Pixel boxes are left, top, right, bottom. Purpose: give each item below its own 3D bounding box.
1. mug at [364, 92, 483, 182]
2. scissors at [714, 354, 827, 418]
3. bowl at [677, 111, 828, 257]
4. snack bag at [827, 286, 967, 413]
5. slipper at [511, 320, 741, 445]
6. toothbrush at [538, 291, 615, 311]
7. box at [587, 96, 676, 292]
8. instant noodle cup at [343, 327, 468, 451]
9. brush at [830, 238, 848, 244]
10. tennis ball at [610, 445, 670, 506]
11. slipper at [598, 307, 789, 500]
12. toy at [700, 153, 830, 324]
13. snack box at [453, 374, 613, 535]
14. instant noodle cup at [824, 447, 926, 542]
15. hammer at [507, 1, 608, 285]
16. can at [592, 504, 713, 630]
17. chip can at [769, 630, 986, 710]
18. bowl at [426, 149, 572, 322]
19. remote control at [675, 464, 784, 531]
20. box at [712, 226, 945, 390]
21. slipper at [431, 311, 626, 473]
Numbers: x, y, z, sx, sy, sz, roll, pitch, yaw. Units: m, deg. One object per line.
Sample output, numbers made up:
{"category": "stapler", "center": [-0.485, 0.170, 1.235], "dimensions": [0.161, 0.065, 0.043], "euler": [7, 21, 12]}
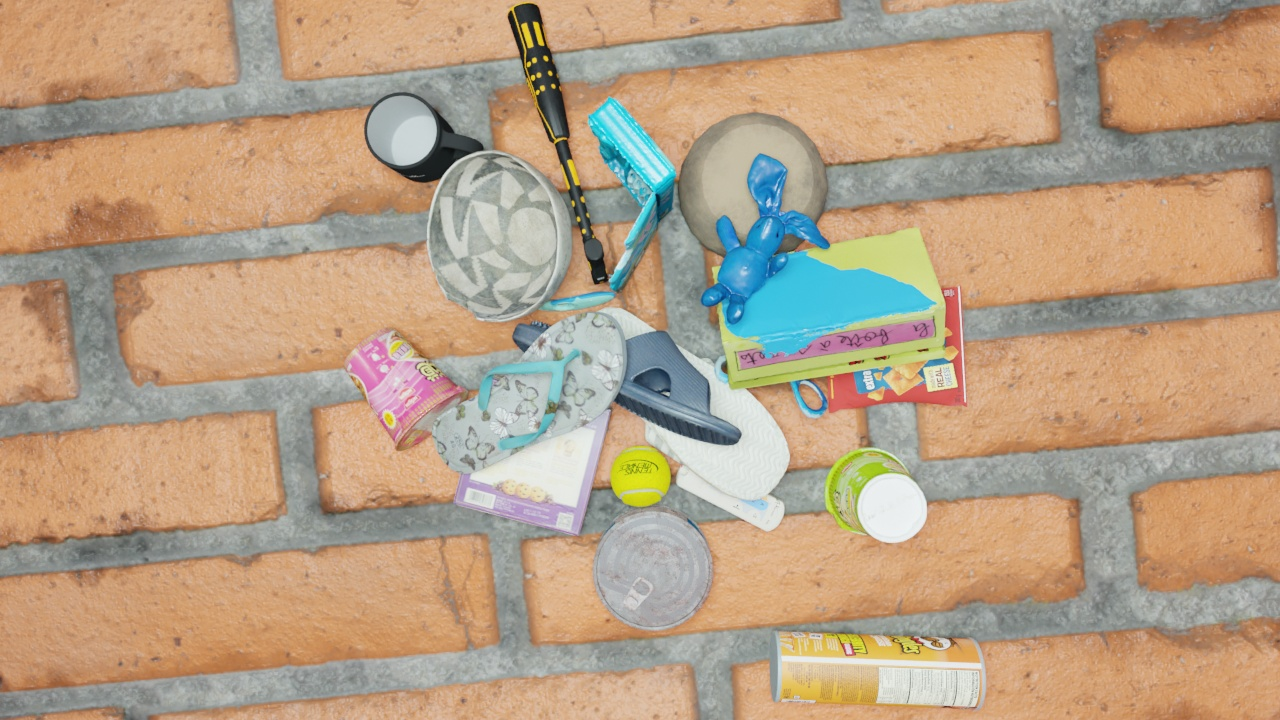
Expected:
{"category": "mug", "center": [-0.225, -0.233, 0.979], "dimensions": [0.113, 0.088, 0.078], "euler": [10, 92, 1]}
{"category": "scissors", "center": [0.149, 0.011, 0.985], "dimensions": [0.133, 0.011, 0.139], "euler": [-23, 66, -26]}
{"category": "bowl", "center": [0.121, -0.187, 0.979], "dimensions": [0.162, 0.070, 0.162], "euler": [0, 92, 2]}
{"category": "snack bag", "center": [0.275, -0.012, 0.995], "dimensions": [0.144, 0.039, 0.131], "euler": [-3, 90, 12]}
{"category": "slipper", "center": [-0.006, 0.005, 0.942], "dimensions": [0.264, 0.101, 0.082], "euler": [25, 76, 17]}
{"category": "toothbrush", "center": [-0.095, -0.062, 1.015], "dimensions": [0.135, 0.022, 0.017], "euler": [-6, 60, 3]}
{"category": "box", "center": [-0.002, -0.155, 0.905], "dimensions": [0.086, 0.227, 0.169], "euler": [-6, 91, 2]}
{"category": "instant noodle cup", "center": [-0.259, 0.026, 0.991], "dimensions": [0.098, 0.097, 0.108], "euler": [-43, 83, 2]}
{"category": "brush", "center": [0.222, -0.108, 1.005], "dimensions": [0.126, 0.017, 0.048], "euler": [-8, 92, 2]}
{"category": "tennis ball", "center": [0.000, 0.126, 0.995], "dimensions": [0.065, 0.065, 0.065], "euler": [0, 92, 1]}
{"category": "slipper", "center": [0.043, 0.045, 0.999], "dimensions": [0.272, 0.054, 0.114], "euler": [41, 91, 8]}
{"category": "toy", "center": [0.120, -0.106, 0.908], "dimensions": [0.113, 0.071, 0.176], "euler": [30, 73, 2]}
{"category": "snack box", "center": [-0.117, 0.103, 1.010], "dimensions": [0.143, 0.040, 0.148], "euler": [15, 92, 1]}
{"category": "instant noodle cup", "center": [0.253, 0.146, 0.968], "dimensions": [0.099, 0.108, 0.099], "euler": [0, 91, 1]}
{"category": "hammer", "center": [-0.085, -0.233, 0.979], "dimensions": [0.036, 0.123, 0.320], "euler": [-16, 81, -2]}
{"category": "can", "center": [0.014, 0.226, 1.008], "dimensions": [0.130, 0.044, 0.130], "euler": [0, 92, 2]}
{"category": "chip can", "center": [0.251, 0.334, 0.990], "dimensions": [0.215, 0.075, 0.075], "euler": [2, 92, 2]}
{"category": "bowl", "center": [-0.136, -0.132, 0.974], "dimensions": [0.179, 0.081, 0.178], "euler": [7, 104, 30]}
{"category": "remote control", "center": [0.100, 0.147, 1.017], "dimensions": [0.125, 0.018, 0.038], "euler": [27, 92, 2]}
{"category": "box", "center": [0.188, -0.052, 0.941], "dimensions": [0.221, 0.083, 0.124], "euler": [-12, 48, 9]}
{"category": "slipper", "center": [-0.118, 0.048, 0.912], "dimensions": [0.270, 0.054, 0.098], "euler": [-34, 89, 30]}
